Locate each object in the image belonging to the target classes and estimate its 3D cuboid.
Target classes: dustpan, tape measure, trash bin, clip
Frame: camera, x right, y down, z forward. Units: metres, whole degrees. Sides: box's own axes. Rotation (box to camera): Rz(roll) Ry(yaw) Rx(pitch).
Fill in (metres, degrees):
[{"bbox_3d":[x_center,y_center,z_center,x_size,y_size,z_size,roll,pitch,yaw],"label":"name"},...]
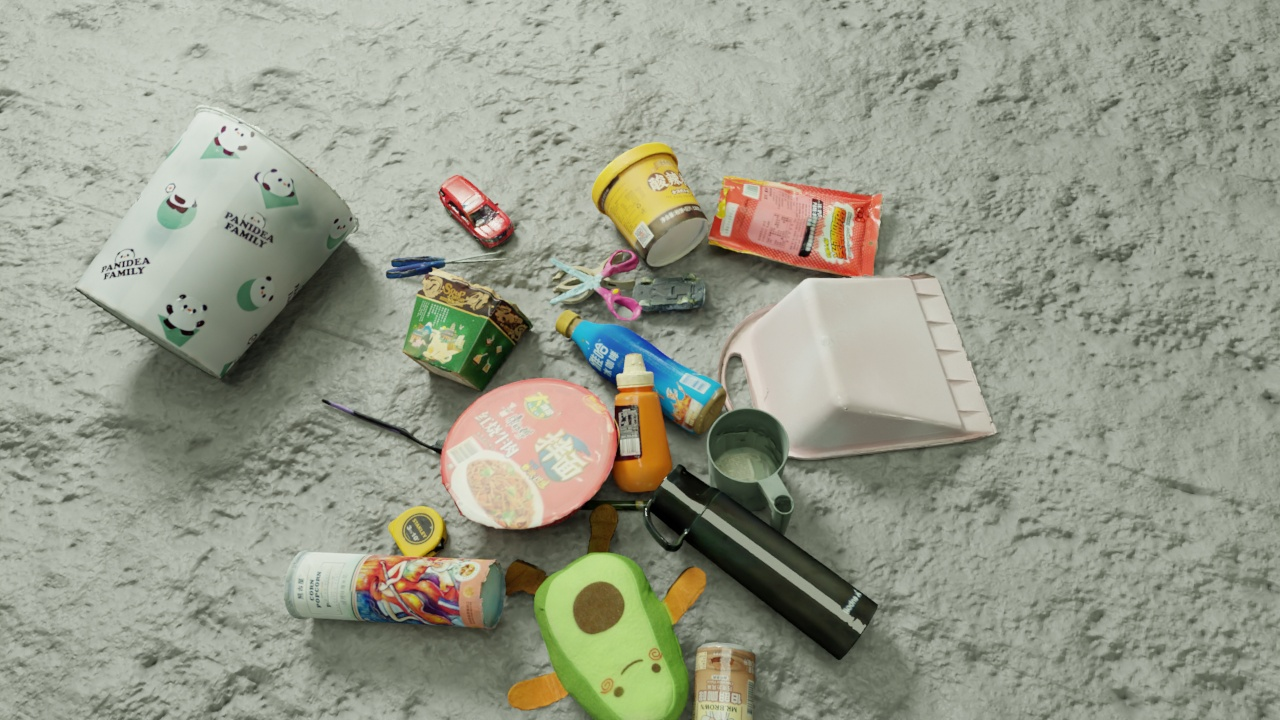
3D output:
[{"bbox_3d":[0.239,0.010,1.071,0.273,0.139,0.222,7,57,-24],"label":"dustpan"},{"bbox_3d":[-0.240,0.190,1.003,0.057,0.029,0.060,-35,64,-12],"label":"tape measure"},{"bbox_3d":[-0.507,-0.131,1.095,0.230,0.230,0.251,27,73,17],"label":"trash bin"},{"bbox_3d":[-0.060,-0.102,1.142,0.100,0.035,0.070,-17,61,-10],"label":"clip"}]

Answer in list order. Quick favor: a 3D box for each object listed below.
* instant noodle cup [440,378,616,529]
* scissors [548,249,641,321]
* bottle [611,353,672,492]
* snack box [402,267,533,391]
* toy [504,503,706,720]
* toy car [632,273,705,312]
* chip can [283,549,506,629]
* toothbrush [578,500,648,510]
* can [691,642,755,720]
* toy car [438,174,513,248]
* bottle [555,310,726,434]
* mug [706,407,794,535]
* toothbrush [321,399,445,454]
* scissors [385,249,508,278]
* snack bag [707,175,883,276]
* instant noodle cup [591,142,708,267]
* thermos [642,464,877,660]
[{"bbox_3d":[-0.117,0.112,1.001,0.194,0.066,0.193,-4,50,5],"label":"instant noodle cup"},{"bbox_3d":[-0.050,-0.098,1.115,0.133,0.017,0.133,30,62,11],"label":"scissors"},{"bbox_3d":[-0.002,0.067,1.001,0.067,0.067,0.149,-5,89,2],"label":"bottle"},{"bbox_3d":[-0.212,-0.030,1.081,0.118,0.117,0.105,21,78,17],"label":"snack box"},{"bbox_3d":[-0.034,0.269,0.911,0.227,0.090,0.246,-33,61,-6],"label":"toy"},{"bbox_3d":[0.035,-0.079,1.121,0.091,0.034,0.042,-3,64,13],"label":"toy car"},{"bbox_3d":[-0.251,0.235,0.944,0.215,0.071,0.071,0,62,11],"label":"chip can"},{"bbox_3d":[-0.072,0.162,1.012,0.186,0.012,0.017,0,40,4],"label":"toothbrush"},{"bbox_3d":[0.079,0.335,0.882,0.058,0.059,0.116,3,63,6],"label":"can"},{"bbox_3d":[-0.217,-0.196,1.199,0.052,0.045,0.120,-41,69,-15],"label":"toy car"},{"bbox_3d":[-0.006,0.006,1.061,0.219,0.065,0.065,31,68,20],"label":"bottle"},{"bbox_3d":[0.121,0.124,0.966,0.083,0.103,0.124,-24,64,-8],"label":"mug"},{"bbox_3d":[-0.295,0.076,1.077,0.189,0.014,0.016,19,58,15],"label":"toothbrush"},{"bbox_3d":[-0.248,-0.122,1.141,0.163,0.012,0.175,7,19,39],"label":"scissors"},{"bbox_3d":[0.194,-0.170,1.143,0.208,0.073,0.128,11,64,5],"label":"snack bag"},{"bbox_3d":[0.017,-0.188,1.138,0.118,0.119,0.114,-28,71,-10],"label":"instant noodle cup"},{"bbox_3d":[0.112,0.207,0.926,0.242,0.069,0.089,34,54,14],"label":"thermos"}]
